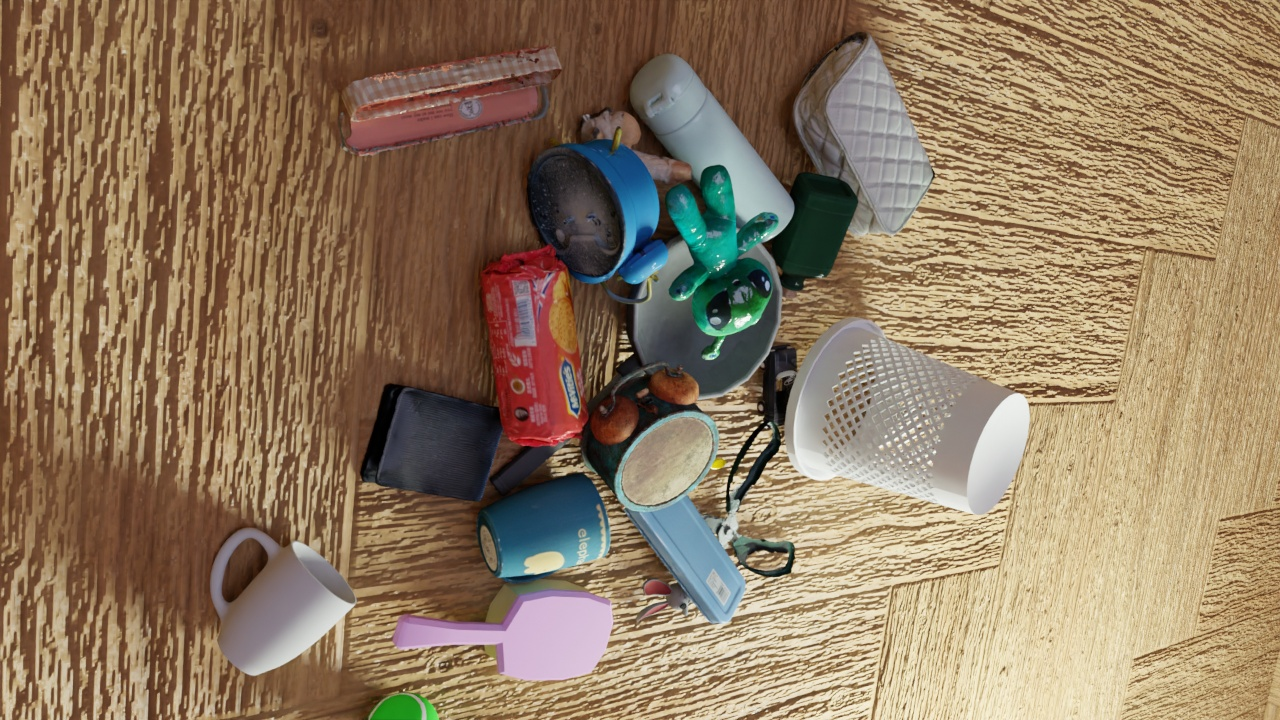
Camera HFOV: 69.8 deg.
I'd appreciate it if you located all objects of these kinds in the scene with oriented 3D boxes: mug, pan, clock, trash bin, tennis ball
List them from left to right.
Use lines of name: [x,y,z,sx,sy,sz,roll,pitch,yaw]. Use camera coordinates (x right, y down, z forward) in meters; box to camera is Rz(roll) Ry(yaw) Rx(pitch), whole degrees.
mug: [-0.296,0.187,0.724,0.089,0.071,0.107,-44,95,-9]
tennis ball: [-0.210,0.327,0.809,0.065,0.065,0.065,-9,106,-34]
mug: [-0.095,0.167,0.854,0.104,0.084,0.112,-11,136,-27]
clock: [-0.035,-0.120,0.803,0.060,0.117,0.161,-36,121,-38]
pan: [-0.005,0.005,0.899,0.356,0.041,0.179,-41,120,-15]
clock: [0.005,0.062,0.850,0.121,0.073,0.158,-27,134,-18]
trash bin: [0.298,0.070,1.008,0.195,0.200,0.196,-20,119,-40]

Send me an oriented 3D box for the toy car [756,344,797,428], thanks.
toy car: [0.156,0.030,1.020,0.040,0.037,0.092,-9,106,-34]

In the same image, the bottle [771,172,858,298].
bottle: [0.176,-0.125,0.970,0.061,0.061,0.131,9,123,-11]

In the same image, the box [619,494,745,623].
box: [0.046,0.194,0.966,0.065,0.037,0.209,-52,124,-31]

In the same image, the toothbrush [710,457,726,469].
toothbrush: [0.033,0.117,0.968,0.135,0.016,0.021,-7,107,-32]

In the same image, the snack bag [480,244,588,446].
snack bag: [-0.095,-0.010,0.801,0.082,0.082,0.176,-11,100,-33]

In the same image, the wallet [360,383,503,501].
wallet: [-0.176,0.073,0.800,0.114,0.026,0.089,15,90,-37]

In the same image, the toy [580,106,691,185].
toy: [-0.011,-0.189,0.839,0.074,0.085,0.106,-42,104,17]

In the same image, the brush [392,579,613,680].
brush: [-0.129,0.251,0.864,0.228,0.043,0.089,14,92,-37]

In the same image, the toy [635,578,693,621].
toy: [0.042,0.256,0.996,0.111,0.030,0.049,3,104,-35]

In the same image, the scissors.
scissors: [0.132,0.169,1.039,0.201,0.015,0.202,22,97,-39]

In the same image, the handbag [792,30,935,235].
handbag: [0.242,-0.239,0.999,0.138,0.073,0.195,-52,125,-25]

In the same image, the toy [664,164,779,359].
toy: [0.072,-0.090,0.856,0.130,0.072,0.193,-34,127,-17]

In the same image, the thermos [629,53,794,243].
thermos: [0.070,-0.202,0.887,0.207,0.065,0.077,43,37,-34]

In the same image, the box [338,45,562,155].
box: [-0.151,-0.211,0.739,0.186,0.085,0.048,-21,80,-28]
